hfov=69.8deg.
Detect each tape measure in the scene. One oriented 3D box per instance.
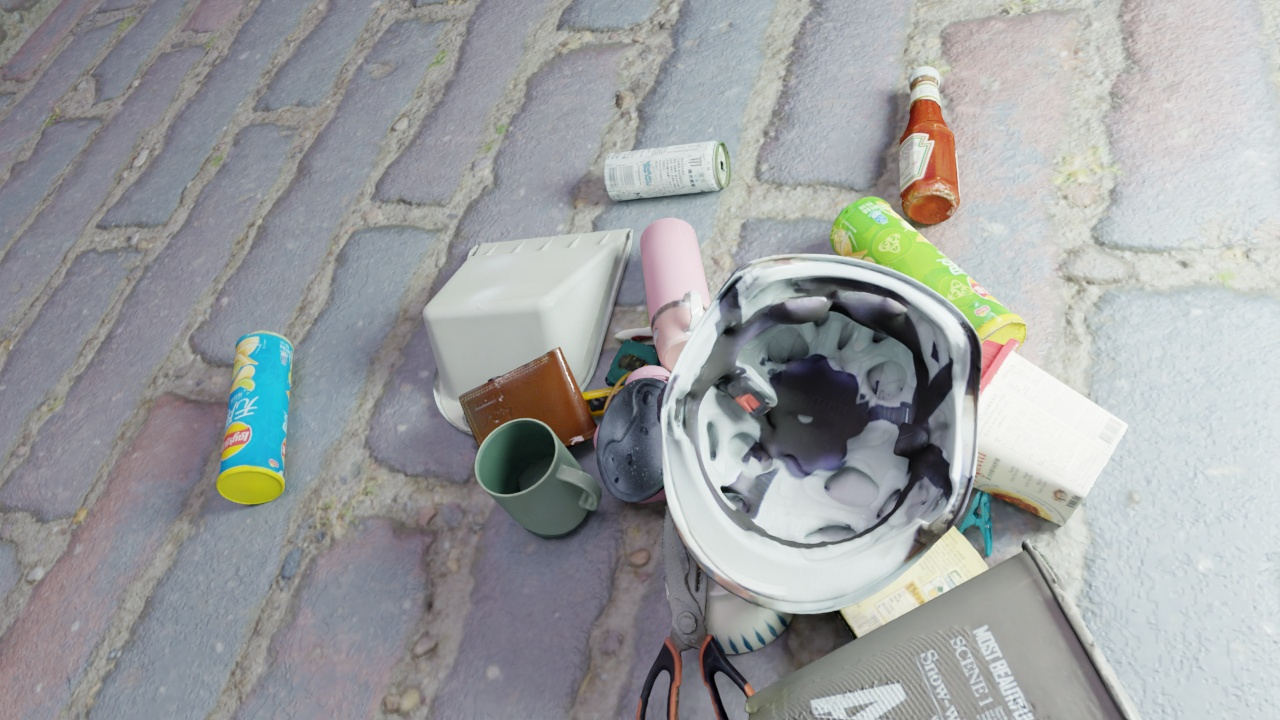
[{"bbox_3d":[-0.006,0.006,0.973,0.055,0.025,0.058,13,63,31],"label":"tape measure"}]

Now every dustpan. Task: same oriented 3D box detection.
[{"bbox_3d":[-0.135,-0.034,1.067,0.223,0.143,0.257,-2,26,22],"label":"dustpan"}]

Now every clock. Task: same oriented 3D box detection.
[{"bbox_3d":[0.008,0.069,0.877,0.158,0.059,0.117,45,110,44],"label":"clock"}]

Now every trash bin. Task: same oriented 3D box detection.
[{"bbox_3d":[0.207,0.263,0.598,0.220,0.198,0.198,-26,50,11],"label":"trash bin"}]

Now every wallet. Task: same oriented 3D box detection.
[{"bbox_3d":[-0.115,0.055,0.942,0.125,0.032,0.101,-25,90,11],"label":"wallet"}]

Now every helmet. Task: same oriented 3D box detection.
[{"bbox_3d":[0.132,0.054,0.706,0.229,0.146,0.258,14,87,11],"label":"helmet"}]

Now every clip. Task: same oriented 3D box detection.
[{"bbox_3d":[0.275,0.132,0.750,0.034,0.055,0.013,19,26,30],"label":"clip"}]

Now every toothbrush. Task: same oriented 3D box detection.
[{"bbox_3d":[0.060,-0.033,0.979,0.188,0.016,0.017,-7,64,18],"label":"toothbrush"}]

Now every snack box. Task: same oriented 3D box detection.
[{"bbox_3d":[0.181,0.135,0.776,0.114,0.063,0.240,-32,50,-2],"label":"snack box"}]

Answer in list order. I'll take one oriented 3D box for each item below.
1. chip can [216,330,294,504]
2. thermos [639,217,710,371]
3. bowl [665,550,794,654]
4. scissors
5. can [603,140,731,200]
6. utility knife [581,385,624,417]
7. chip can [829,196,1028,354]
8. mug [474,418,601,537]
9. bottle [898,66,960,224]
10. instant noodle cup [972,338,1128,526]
[{"bbox_3d":[-0.455,0.064,1.094,0.071,0.071,0.210,-20,51,9],"label":"chip can"},{"bbox_3d":[0.040,-0.076,0.953,0.067,0.087,0.198,4,41,-8],"label":"thermos"},{"bbox_3d":[0.073,0.184,0.784,0.117,0.066,0.116,-11,53,15],"label":"bowl"},{"bbox_3d":[0.048,0.230,0.736,0.213,0.015,0.197,44,98,17],"label":"scissors"},{"bbox_3d":[0.031,-0.227,1.102,0.147,0.058,0.058,-2,56,22],"label":"can"},{"bbox_3d":[-0.033,0.040,0.950,0.218,0.033,0.015,-10,10,9],"label":"utility knife"},{"bbox_3d":[0.268,-0.076,0.883,0.072,0.072,0.221,-33,50,-2],"label":"chip can"},{"bbox_3d":[-0.085,0.118,0.873,0.112,0.106,0.082,6,58,27],"label":"mug"},{"bbox_3d":[0.310,-0.238,0.991,0.060,0.060,0.205,-5,55,20],"label":"bottle"},{"bbox_3d":[0.310,0.063,0.747,0.124,0.116,0.116,32,72,25],"label":"instant noodle cup"}]
